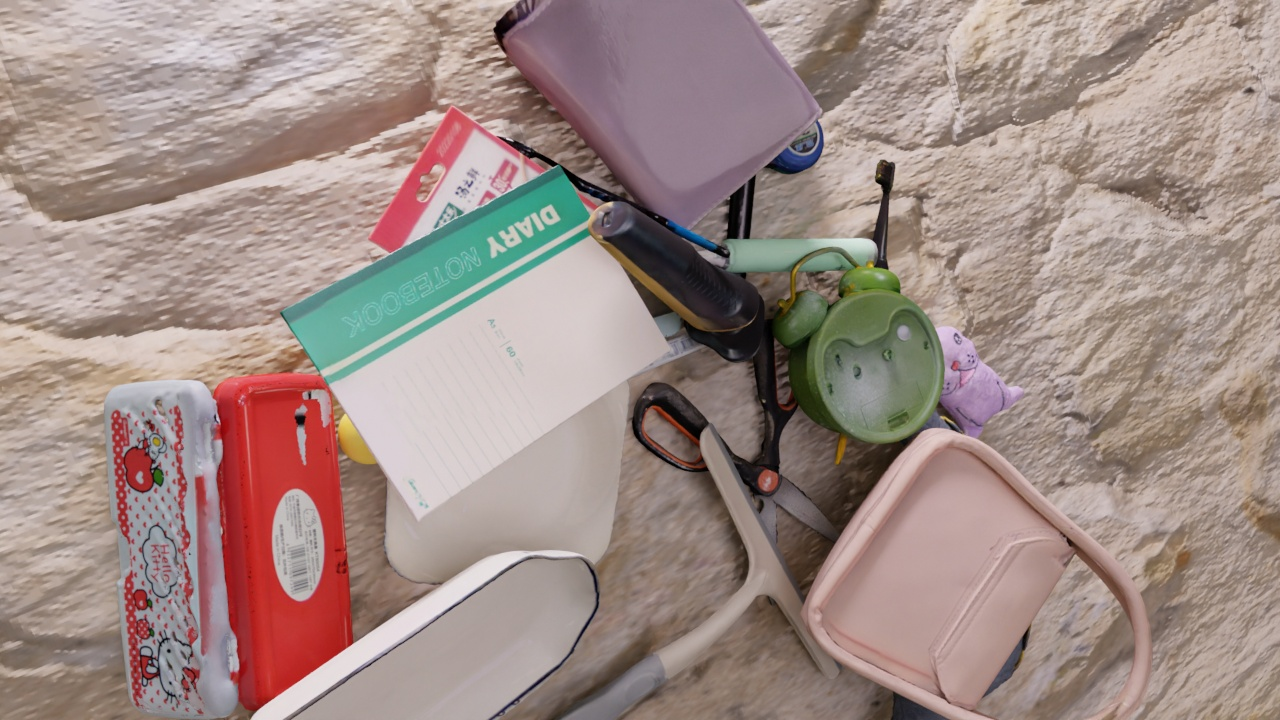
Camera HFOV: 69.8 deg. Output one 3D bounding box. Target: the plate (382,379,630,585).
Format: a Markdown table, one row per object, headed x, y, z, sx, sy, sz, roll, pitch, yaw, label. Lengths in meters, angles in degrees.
| x | y | z | sx | sy | sz | roll | pitch | yaw | label |
| --- | --- | --- | --- | --- | --- | --- | --- | --- | --- |
| -0.092 | 0.069 | 0.626 | 0.163 | 0.034 | 0.164 | 4 | 98 | -25 | plate |

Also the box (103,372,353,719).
| x | y | z | sx | sy | sz | roll | pitch | yaw | label |
| --- | --- | --- | --- | --- | --- | --- | --- | --- | --- |
| -0.255 | 0.110 | 0.566 | 0.112 | 0.100 | 0.201 | -5 | 90 | -58 | box |

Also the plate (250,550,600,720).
| x | y | z | sx | sy | sz | roll | pitch | yaw | label |
| --- | --- | --- | --- | --- | --- | --- | --- | --- | --- |
| -0.142 | 0.204 | 0.578 | 0.265 | 0.034 | 0.162 | -33 | 143 | -19 | plate |

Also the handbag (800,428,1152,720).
| x | y | z | sx | sy | sz | roll | pitch | yaw | label |
| --- | --- | --- | --- | --- | --- | --- | --- | --- | --- |
| 0.258 | 0.181 | 0.673 | 0.234 | 0.093 | 0.193 | 33 | 92 | 14 | handbag |

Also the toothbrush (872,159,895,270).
| x | y | z | sx | sy | sz | roll | pitch | yaw | label |
| --- | --- | --- | --- | --- | --- | --- | --- | --- | --- |
| 0.195 | -0.065 | 0.769 | 0.027 | 0.026 | 0.212 | 12 | 83 | -34 | toothbrush |

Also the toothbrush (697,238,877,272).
| x | y | z | sx | sy | sz | roll | pitch | yaw | label |
| --- | --- | --- | --- | --- | --- | --- | --- | --- | --- |
| 0.092 | -0.080 | 0.704 | 0.224 | 0.027 | 0.026 | -4 | 84 | -29 | toothbrush |

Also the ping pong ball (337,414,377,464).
| x | y | z | sx | sy | sz | roll | pitch | yaw | label |
| --- | --- | --- | --- | --- | --- | --- | --- | --- | --- |
| -0.177 | 0.048 | 0.599 | 0.040 | 0.040 | 0.040 | 1 | 88 | -23 | ping pong ball |

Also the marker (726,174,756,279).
| x | y | z | sx | sy | sz | roll | pitch | yaw | label |
| --- | --- | --- | --- | --- | --- | --- | --- | --- | --- |
| 0.077 | -0.105 | 0.723 | 0.022 | 0.020 | 0.132 | 9 | 85 | -43 | marker |

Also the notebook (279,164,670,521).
| x | y | z | sx | sy | sz | roll | pitch | yaw | label |
| --- | --- | --- | --- | --- | --- | --- | --- | --- | --- |
| -0.095 | -0.018 | 0.587 | 0.208 | 0.012 | 0.150 | -34 | 96 | -26 | notebook |

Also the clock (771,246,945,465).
| x | y | z | sx | sy | sz | roll | pitch | yaw | label |
| --- | --- | --- | --- | --- | --- | --- | --- | --- | --- |
| 0.165 | -0.010 | 0.710 | 0.116 | 0.056 | 0.161 | -23 | 95 | -21 | clock |

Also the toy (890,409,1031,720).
| x | y | z | sx | sy | sz | roll | pitch | yaw | label |
| --- | --- | --- | --- | --- | --- | --- | --- | --- | --- |
| 0.249 | 0.190 | 0.750 | 0.138 | 0.091 | 0.356 | 8 | 81 | -7 | toy |

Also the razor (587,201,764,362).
| x | y | z | sx | sy | sz | roll | pitch | yaw | label |
| --- | --- | --- | --- | --- | --- | --- | --- | --- | --- |
| 0.026 | -0.056 | 0.641 | 0.167 | 0.068 | 0.062 | 34 | 57 | -40 | razor |

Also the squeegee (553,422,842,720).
| x | y | z | sx | sy | sz | roll | pitch | yaw | label |
| --- | --- | --- | --- | --- | --- | --- | --- | --- | --- |
| 0.019 | 0.215 | 0.671 | 0.246 | 0.039 | 0.246 | -33 | 107 | -17 | squeegee |

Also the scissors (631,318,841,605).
| x | y | z | sx | sy | sz | roll | pitch | yaw | label |
| --- | --- | --- | --- | --- | --- | --- | --- | --- | --- |
| 0.092 | 0.073 | 0.722 | 0.220 | 0.022 | 0.230 | 21 | 83 | -21 | scissors |

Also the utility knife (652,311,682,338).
| x | y | z | sx | sy | sz | roll | pitch | yaw | label |
| --- | --- | --- | --- | --- | --- | --- | --- | --- | --- |
| -0.058 | -0.002 | 0.664 | 0.209 | 0.018 | 0.034 | -19 | 95 | -23 | utility knife |

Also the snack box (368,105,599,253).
| x | y | z | sx | sy | sz | roll | pitch | yaw | label |
| --- | --- | --- | --- | --- | --- | --- | --- | --- | --- |
| -0.106 | -0.087 | 0.625 | 0.127 | 0.044 | 0.113 | 33 | 70 | -18 | snack box |

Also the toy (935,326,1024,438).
| x | y | z | sx | sy | sz | roll | pitch | yaw | label |
| --- | --- | --- | --- | --- | --- | --- | --- | --- | --- |
| 0.274 | 0.020 | 0.793 | 0.083 | 0.039 | 0.108 | -46 | 107 | -9 | toy |

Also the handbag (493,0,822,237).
| x | y | z | sx | sy | sz | roll | pitch | yaw | label |
| --- | --- | --- | --- | --- | --- | --- | --- | --- | --- |
| 0.011 | -0.203 | 0.654 | 0.145 | 0.098 | 0.197 | -42 | 104 | 0 | handbag |

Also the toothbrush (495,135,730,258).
| x | y | z | sx | sy | sz | roll | pitch | yaw | label |
| --- | --- | --- | --- | --- | --- | --- | --- | --- | --- |
| -0.023 | -0.113 | 0.642 | 0.189 | 0.014 | 0.016 | 27 | 78 | 7 | toothbrush |

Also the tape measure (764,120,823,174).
| x | y | z | sx | sy | sz | roll | pitch | yaw | label |
| --- | --- | --- | --- | --- | --- | --- | --- | --- | --- |
| 0.120 | -0.178 | 0.740 | 0.058 | 0.025 | 0.054 | -24 | 99 | -21 | tape measure |

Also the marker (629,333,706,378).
| x | y | z | sx | sy | sz | roll | pitch | yaw | label |
| --- | --- | --- | --- | --- | --- | --- | --- | --- | --- |
| -0.004 | 0.004 | 0.687 | 0.145 | 0.017 | 0.017 | -23 | 97 | -22 | marker |
